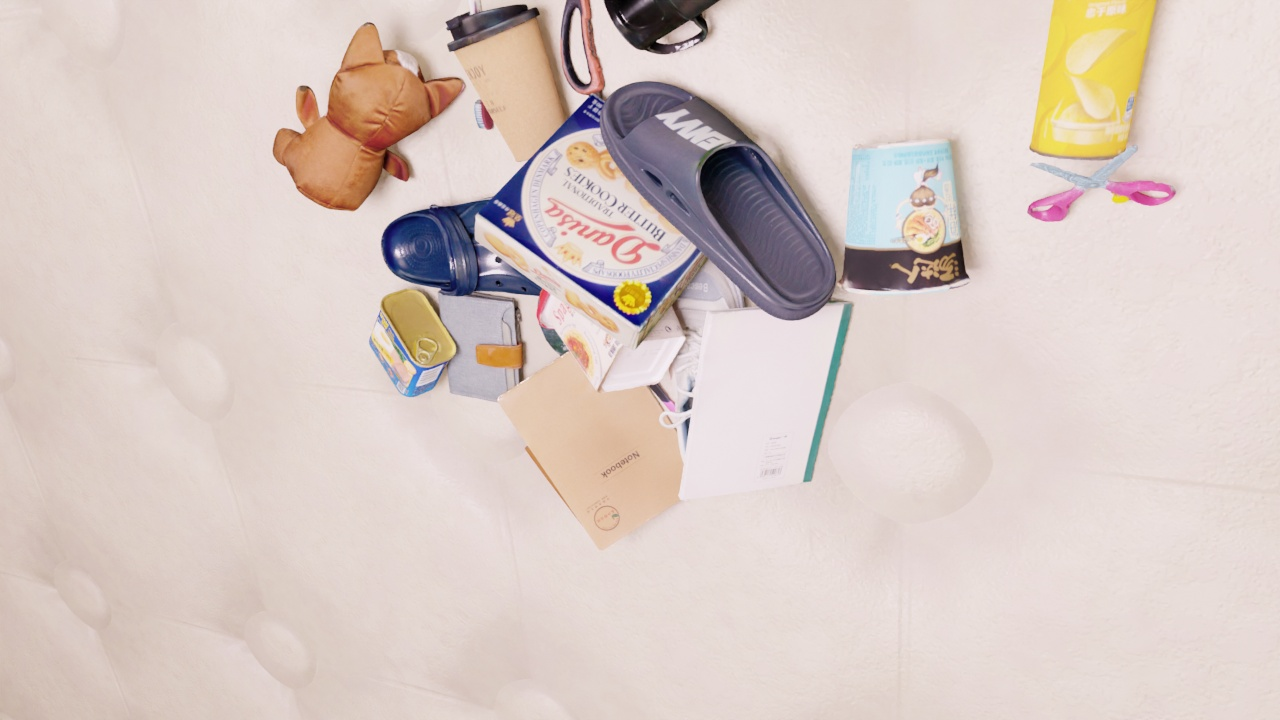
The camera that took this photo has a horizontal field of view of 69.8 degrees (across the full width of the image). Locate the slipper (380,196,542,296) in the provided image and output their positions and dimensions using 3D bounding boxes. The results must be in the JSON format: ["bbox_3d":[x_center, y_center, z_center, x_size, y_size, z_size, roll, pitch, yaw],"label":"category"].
[{"bbox_3d":[-0.183,-0.120,0.974,0.253,0.095,0.105,7,112,28],"label":"slipper"}]

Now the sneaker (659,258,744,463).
[{"bbox_3d":[0.056,0.006,0.916,0.090,0.090,0.242,4,113,24],"label":"sneaker"}]

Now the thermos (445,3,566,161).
[{"bbox_3d":[-0.122,-0.269,0.882,0.093,0.092,0.143,-8,116,29],"label":"thermos"}]

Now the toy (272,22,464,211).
[{"bbox_3d":[-0.290,-0.253,0.964,0.200,0.140,0.130,-41,50,33],"label":"toy"}]

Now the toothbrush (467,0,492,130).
[{"bbox_3d":[-0.166,-0.326,0.918,0.017,0.016,0.188,13,119,32],"label":"toothbrush"}]

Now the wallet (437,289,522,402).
[{"bbox_3d":[-0.183,-0.013,1.058,0.107,0.036,0.130,10,117,23],"label":"wallet"}]

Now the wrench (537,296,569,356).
[{"bbox_3d":[-0.050,0.041,1.030,0.056,0.016,0.273,-16,104,32],"label":"wrench"}]

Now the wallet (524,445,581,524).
[{"bbox_3d":[-0.066,0.134,1.065,0.132,0.031,0.108,53,136,-4],"label":"wallet"}]

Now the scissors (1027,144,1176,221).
[{"bbox_3d":[0.346,-0.134,0.711,0.135,0.133,0.017,158,119,-63],"label":"scissors"}]

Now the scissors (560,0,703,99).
[{"bbox_3d":[-0.045,-0.350,0.846,0.223,0.015,0.189,39,124,6],"label":"scissors"}]

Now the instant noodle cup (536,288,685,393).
[{"bbox_3d":[-0.025,-0.042,0.894,0.124,0.116,0.117,62,142,28],"label":"instant noodle cup"}]

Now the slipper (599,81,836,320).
[{"bbox_3d":[0.079,-0.156,0.799,0.268,0.110,0.083,49,157,6],"label":"slipper"}]

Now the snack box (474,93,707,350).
[{"bbox_3d":[-0.025,-0.131,0.842,0.178,0.182,0.046,35,157,6],"label":"snack box"}]

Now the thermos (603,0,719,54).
[{"bbox_3d":[0.088,-0.340,0.749,0.243,0.068,0.090,-27,143,29],"label":"thermos"}]

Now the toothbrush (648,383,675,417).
[{"bbox_3d":[-0.006,0.006,0.985,0.189,0.017,0.014,51,138,-8],"label":"toothbrush"}]

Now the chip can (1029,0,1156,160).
[{"bbox_3d":[0.336,-0.258,0.665,0.072,0.071,0.214,9,117,23],"label":"chip can"}]

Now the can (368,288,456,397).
[{"bbox_3d":[-0.268,-0.018,1.069,0.102,0.057,0.083,56,141,12],"label":"can"}]

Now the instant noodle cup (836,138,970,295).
[{"bbox_3d":[0.218,-0.123,0.770,0.111,0.111,0.120,1,106,26],"label":"instant noodle cup"}]

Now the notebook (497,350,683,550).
[{"bbox_3d":[-0.040,0.088,1.008,0.148,0.008,0.207,-33,96,3],"label":"notebook"}]

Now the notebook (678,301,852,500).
[{"bbox_3d":[0.119,0.042,0.889,0.150,0.012,0.209,-4,120,-20],"label":"notebook"}]
